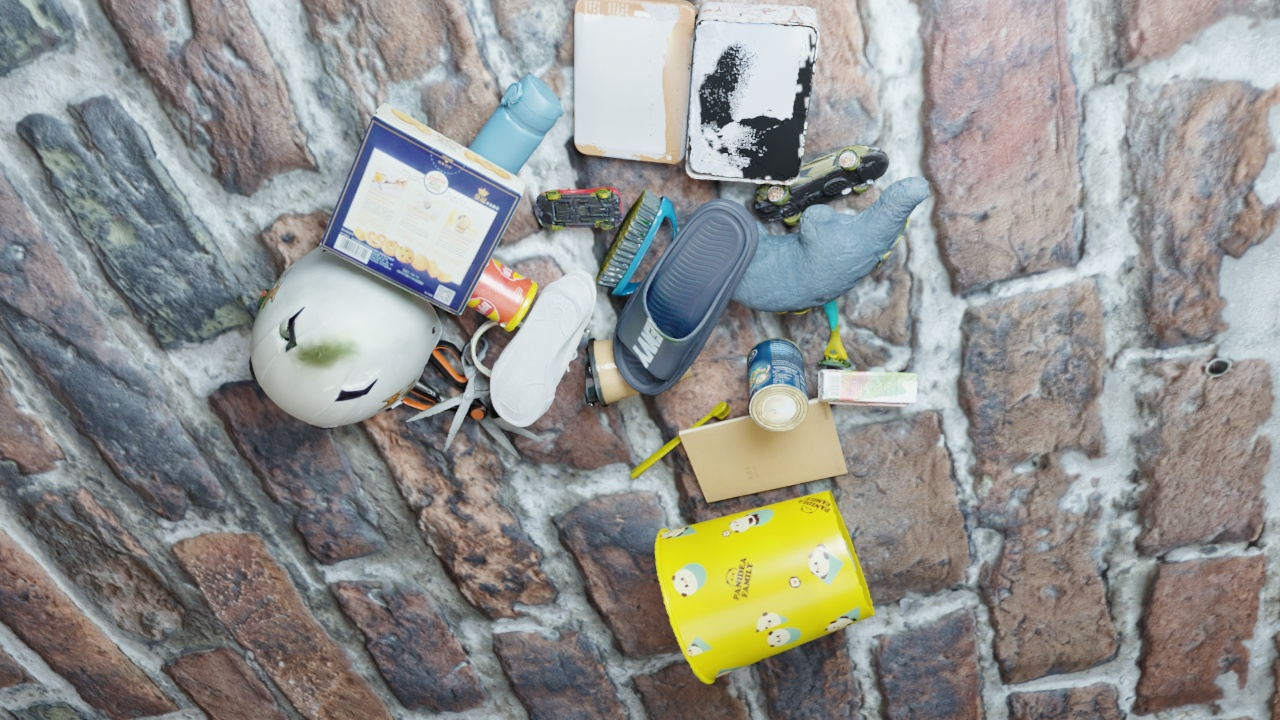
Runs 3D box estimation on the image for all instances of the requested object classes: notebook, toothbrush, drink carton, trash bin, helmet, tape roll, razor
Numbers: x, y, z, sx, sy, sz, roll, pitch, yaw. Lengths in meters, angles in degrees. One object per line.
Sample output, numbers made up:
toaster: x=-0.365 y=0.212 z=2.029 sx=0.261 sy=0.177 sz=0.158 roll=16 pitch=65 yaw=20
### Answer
notebook: x=0.177 y=0.130 z=1.301 sx=0.212 sy=0.012 sz=0.149 roll=-14 pitch=127 yaw=12
toothbrush: x=0.055 y=0.116 z=1.308 sx=0.016 sy=0.015 sz=0.191 roll=36 pitch=120 yaw=-26
drink carton: x=0.297 y=0.037 z=1.203 sx=0.122 sy=0.053 sz=0.045 roll=3 pitch=87 yaw=3
trash bin: x=0.181 y=0.314 z=1.315 sx=0.255 sy=0.229 sz=0.230 roll=-20 pitch=120 yaw=11
helmet: x=-0.396 y=-0.010 z=1.170 sx=0.230 sy=0.156 sz=0.275 roll=44 pitch=120 yaw=-14
tape roll: x=-0.183 y=-0.016 z=1.224 sx=0.085 sy=0.014 sz=0.086 roll=-6 pitch=116 yaw=-13
razor: x=0.243 y=-0.047 z=1.173 sx=0.043 sy=0.028 sz=0.133 roll=12 pitch=134 yaw=36

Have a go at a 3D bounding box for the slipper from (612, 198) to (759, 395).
slipper: x=0.036 y=-0.068 z=1.073 sx=0.110 sy=0.083 sz=0.269 roll=39 pitch=119 yaw=12

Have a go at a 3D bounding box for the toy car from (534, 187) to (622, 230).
toy car: x=-0.075 y=-0.185 z=1.107 sx=0.106 sy=0.031 sz=0.049 roll=-1 pitch=123 yaw=8

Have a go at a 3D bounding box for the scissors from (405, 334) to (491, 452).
scissors: x=-0.234 y=0.045 z=1.250 sx=0.181 sy=0.014 sz=0.159 roll=-12 pitch=112 yaw=-14

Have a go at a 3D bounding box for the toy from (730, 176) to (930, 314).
toy: x=0.181 y=-0.116 z=1.080 sx=0.357 sy=0.091 sz=0.138 roll=-17 pitch=144 yaw=31

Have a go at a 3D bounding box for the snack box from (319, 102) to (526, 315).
snack box: x=-0.248 y=-0.167 z=1.047 sx=0.178 sy=0.045 sz=0.183 roll=28 pitch=119 yaw=-12

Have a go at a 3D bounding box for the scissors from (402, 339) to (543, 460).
scissors: x=-0.251 y=0.063 z=1.296 sx=0.205 sy=0.021 sz=0.225 roll=-9 pitch=123 yaw=11

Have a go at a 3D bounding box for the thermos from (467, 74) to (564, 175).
thermos: x=-0.174 y=-0.232 z=1.064 sx=0.070 sy=0.070 sz=0.221 roll=35 pitch=120 yaw=-17

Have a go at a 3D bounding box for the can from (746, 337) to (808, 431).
can: x=0.176 y=0.031 z=1.182 sx=0.075 sy=0.111 sz=0.075 roll=2 pitch=124 yaw=3

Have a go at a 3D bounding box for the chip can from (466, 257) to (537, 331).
chip can: x=-0.236 y=-0.121 z=1.142 sx=0.216 sy=0.073 sz=0.073 roll=32 pitch=121 yaw=-14

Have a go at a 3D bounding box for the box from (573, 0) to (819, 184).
box: x=0.053 y=-0.295 z=0.999 sx=0.261 sy=0.082 sz=0.177 roll=6 pitch=125 yaw=5

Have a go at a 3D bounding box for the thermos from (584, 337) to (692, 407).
thermos: x=-0.007 y=0.007 z=1.201 sx=0.143 sy=0.093 sz=0.093 roll=-11 pitch=123 yaw=3

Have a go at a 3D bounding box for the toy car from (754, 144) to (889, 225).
toy car: x=0.207 y=-0.204 z=1.055 sx=0.158 sy=0.042 sz=0.070 roll=-21 pitch=156 yaw=17

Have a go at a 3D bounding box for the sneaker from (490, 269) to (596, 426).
sneaker: x=-0.124 y=-0.019 z=1.193 sx=0.089 sy=0.090 sz=0.243 roll=30 pitch=125 yaw=0

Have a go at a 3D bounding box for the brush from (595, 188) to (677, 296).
brush: x=0.002 y=-0.136 z=1.118 sx=0.073 sy=0.055 sz=0.144 roll=26 pitch=122 yaw=-10
